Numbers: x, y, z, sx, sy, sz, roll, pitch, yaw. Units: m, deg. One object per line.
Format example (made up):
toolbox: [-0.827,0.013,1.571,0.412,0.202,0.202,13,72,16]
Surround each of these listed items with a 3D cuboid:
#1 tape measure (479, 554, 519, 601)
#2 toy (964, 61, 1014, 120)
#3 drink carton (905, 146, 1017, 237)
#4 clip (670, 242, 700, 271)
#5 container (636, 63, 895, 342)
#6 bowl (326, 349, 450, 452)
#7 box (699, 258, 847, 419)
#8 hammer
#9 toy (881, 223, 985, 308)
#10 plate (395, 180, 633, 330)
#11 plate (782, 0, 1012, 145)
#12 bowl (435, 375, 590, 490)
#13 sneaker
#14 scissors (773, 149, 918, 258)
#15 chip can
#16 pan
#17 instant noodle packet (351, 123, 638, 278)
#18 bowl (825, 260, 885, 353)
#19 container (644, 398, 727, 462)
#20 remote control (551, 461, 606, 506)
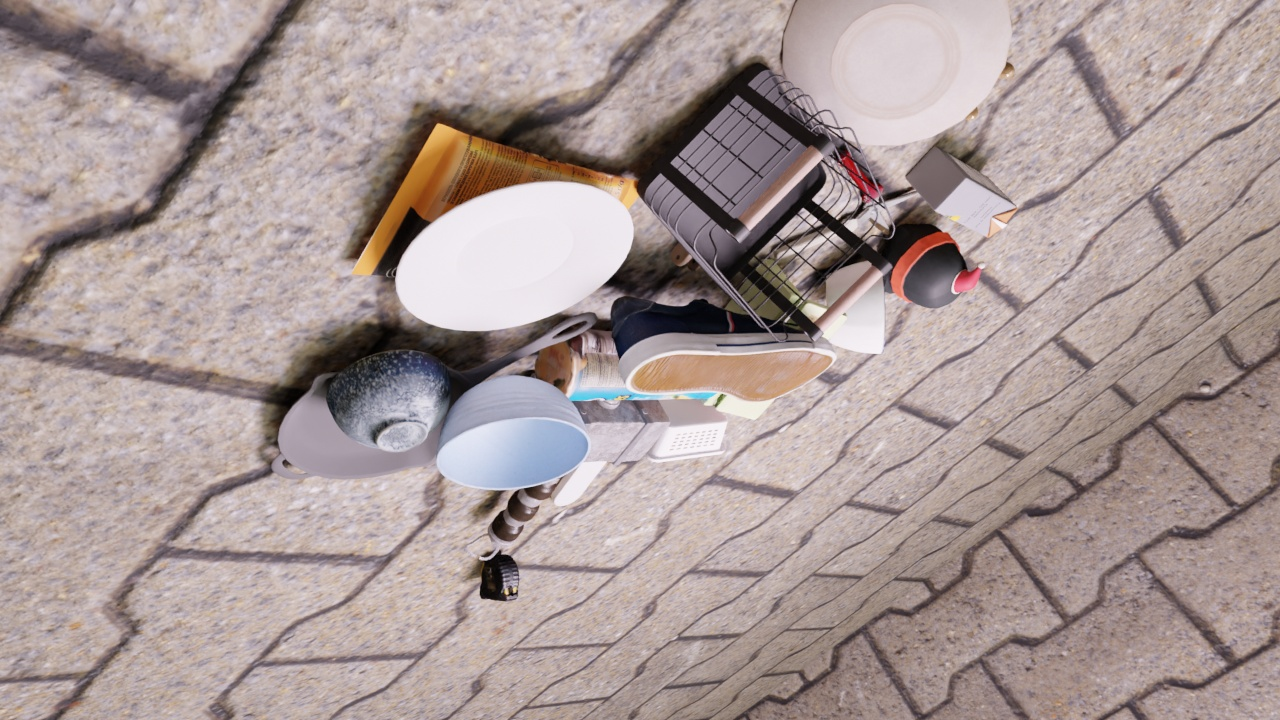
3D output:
tape measure: [-0.199,0.305,1.289,0.038,0.062,0.067,0,175,-40]
toy: [0.284,-0.279,0.852,0.108,0.105,0.134,18,121,-38]
drink carton: [0.372,-0.193,1.060,0.124,0.076,0.049,11,129,-42]
clip: [0.054,-0.120,0.946,0.041,0.024,0.061,-2,131,-42]
container: [0.128,-0.135,0.859,0.163,0.130,0.241,-45,147,5]
bowl: [-0.226,0.048,0.851,0.114,0.060,0.114,-18,148,-12]
box: [0.137,-0.015,1.078,0.189,0.130,0.064,-52,-174,32]
hammer: [-0.118,0.145,1.120,0.176,0.079,0.327,3,136,-42]
toy: [0.351,-0.109,1.117,0.097,0.119,0.100,-35,142,0]
plate: [-0.107,-0.089,0.791,0.208,0.015,0.209,-17,155,-8]
plate: [0.216,-0.259,0.783,0.189,0.027,0.189,7,136,6]
bowl: [-0.129,0.063,0.912,0.150,0.074,0.151,-8,148,-5]
sneaker: [0.085,-0.027,0.979,0.294,0.127,0.121,5,142,-38]
scissors: [0.230,-0.164,1.037,0.179,0.015,0.198,-39,148,10]
chip can: [-0.006,0.006,1.022,0.229,0.079,0.080,2,136,-42]
pan: [-0.206,0.028,0.915,0.354,0.024,0.216,-26,148,3]
instant noodle packet: [-0.117,-0.117,0.797,0.220,0.032,0.160,5,136,-44]
bowl: [0.261,-0.064,1.118,0.066,0.116,0.116,-2,149,10]
container: [0.051,0.081,1.176,0.129,0.080,0.050,-3,128,-37]
remote control: [-0.077,0.149,1.222,0.043,0.013,0.137,2,136,-41]
